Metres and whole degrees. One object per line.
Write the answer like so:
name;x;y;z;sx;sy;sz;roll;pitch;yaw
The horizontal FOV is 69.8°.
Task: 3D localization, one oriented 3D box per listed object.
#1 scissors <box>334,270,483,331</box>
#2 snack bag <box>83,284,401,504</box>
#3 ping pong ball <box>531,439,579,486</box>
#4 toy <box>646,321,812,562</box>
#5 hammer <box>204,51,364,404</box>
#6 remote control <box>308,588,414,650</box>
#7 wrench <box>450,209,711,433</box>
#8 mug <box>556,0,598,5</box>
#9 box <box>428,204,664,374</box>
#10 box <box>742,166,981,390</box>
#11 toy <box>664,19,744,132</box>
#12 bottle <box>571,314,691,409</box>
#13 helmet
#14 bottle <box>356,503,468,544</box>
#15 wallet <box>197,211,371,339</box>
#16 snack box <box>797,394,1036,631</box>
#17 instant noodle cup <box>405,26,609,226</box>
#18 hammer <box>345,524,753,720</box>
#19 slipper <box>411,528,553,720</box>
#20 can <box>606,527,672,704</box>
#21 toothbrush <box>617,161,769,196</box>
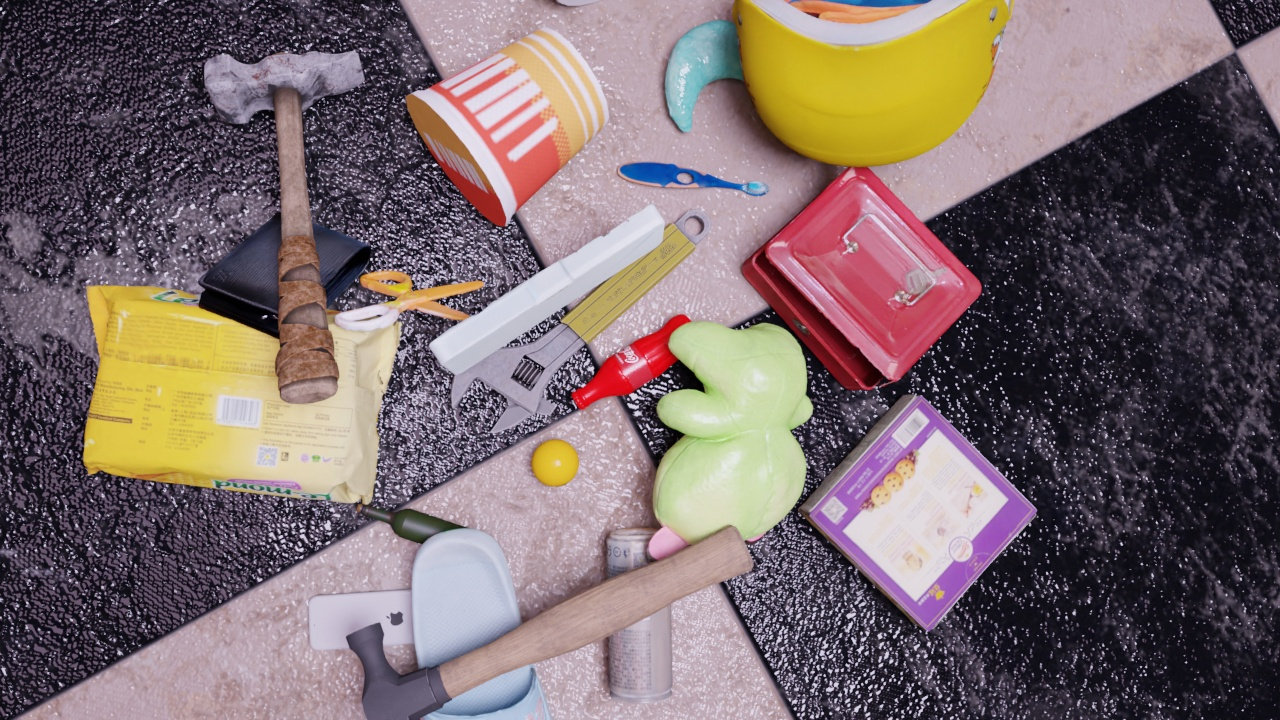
scissors;-0.189;-0.046;0.737;0.125;0.127;0.011;17;126;27
snack bag;-0.326;0.027;0.737;0.247;0.068;0.159;6;88;-4
ping pong ball;-0.072;0.086;0.770;0.040;0.040;0.040;0;87;-5
toy;0.080;0.065;0.746;0.150;0.107;0.196;1;86;-36
hammer;-0.264;-0.114;0.705;0.121;0.049;0.318;-9;65;-10
remote control;-0.203;0.215;0.769;0.146;0.008;0.045;-3;88;-5
wrench;-0.046;-0.039;0.789;0.273;0.018;0.083;-43;92;-5
mug;-0.059;-0.357;0.773;0.121;0.090;0.090;-23;89;29
box;-0.071;-0.053;0.728;0.197;0.134;0.041;-32;89;-6
box;0.184;-0.068;0.780;0.129;0.093;0.157;-42;88;-8
toy;0.067;-0.252;0.802;0.105;0.033;0.085;-20;99;-8
bottle;-0.005;0.005;0.781;0.119;0.036;0.036;-32;90;-5
helmet;0.184;-0.239;0.741;0.209;0.239;0.140;6;122;18
bottle;-0.185;0.139;0.766;0.106;0.025;0.025;19;86;-4
wallet;-0.283;-0.072;0.731;0.089;0.026;0.114;20;47;8
snack box;0.239;0.130;0.795;0.148;0.040;0.143;45;85;-2
instant noodle cup;-0.102;-0.196;0.746;0.121;0.123;0.123;-40;91;-13
hammer;-0.058;0.207;0.689;0.305;0.040;0.132;-24;76;-3
slipper;-0.131;0.257;0.734;0.104;0.074;0.245;-11;95;-3
can;-0.001;0.210;0.764;0.054;0.054;0.135;-1;88;-5
toothbrush;0.047;-0.158;0.803;0.135;0.017;0.021;7;84;-5
